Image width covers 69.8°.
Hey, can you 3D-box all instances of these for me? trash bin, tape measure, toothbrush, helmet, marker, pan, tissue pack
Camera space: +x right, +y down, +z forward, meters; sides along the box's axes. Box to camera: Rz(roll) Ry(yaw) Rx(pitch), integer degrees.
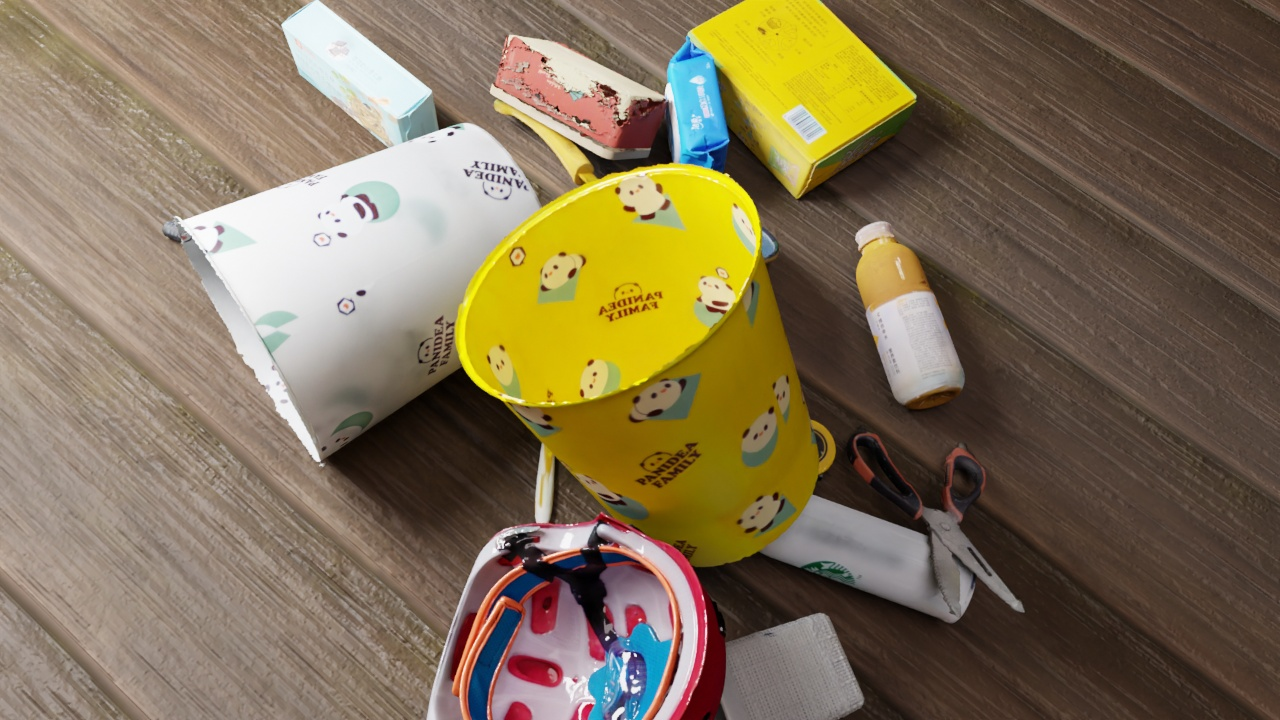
[{"bbox_3d":[-0.222,-0.072,0.791,0.251,0.230,0.229,-32,73,-23],"label":"trash bin"},{"bbox_3d":[0.151,0.085,0.856,0.057,0.029,0.060,-3,67,-6],"label":"tape measure"},{"bbox_3d":[-0.084,0.060,0.850,0.016,0.018,0.191,3,67,-2],"label":"toothbrush"},{"bbox_3d":[-0.028,0.233,0.690,0.241,0.144,0.206,-8,56,32],"label":"helmet"},{"bbox_3d":[-0.402,-0.108,0.891,0.131,0.018,0.022,21,80,4],"label":"marker"},{"bbox_3d":[-0.025,-0.167,0.895,0.357,0.078,0.197,31,28,30],"label":"pan"},{"bbox_3d":[0.054,-0.247,0.953,0.052,0.095,0.157,-6,67,-4],"label":"tissue pack"},{"bbox_3d":[0.019,0.020,0.717,0.230,0.255,0.229,-16,44,16],"label":"trash bin"}]

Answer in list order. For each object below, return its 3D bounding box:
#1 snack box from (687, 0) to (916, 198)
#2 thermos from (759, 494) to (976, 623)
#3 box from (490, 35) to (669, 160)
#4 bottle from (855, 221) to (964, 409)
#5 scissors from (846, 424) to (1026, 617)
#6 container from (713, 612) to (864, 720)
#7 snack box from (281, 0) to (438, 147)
[{"bbox_3d":[0.169,-0.300,1.000,0.157,0.070,0.210,-34,74,-18],"label":"snack box"},{"bbox_3d":[0.173,0.162,0.805,0.224,0.073,0.073,19,66,3],"label":"thermos"},{"bbox_3d":[-0.061,-0.275,0.928,0.168,0.080,0.091,33,28,22],"label":"box"},{"bbox_3d":[0.257,-0.048,0.901,0.068,0.068,0.189,-10,68,-10],"label":"bottle"},{"bbox_3d":[0.259,0.130,0.808,0.189,0.015,0.225,27,39,18],"label":"scissors"},{"bbox_3d":[0.107,0.264,0.745,0.114,0.090,0.090,-16,70,-15],"label":"container"},{"bbox_3d":[-0.287,-0.288,0.949,0.175,0.074,0.051,39,70,11],"label":"snack box"}]
